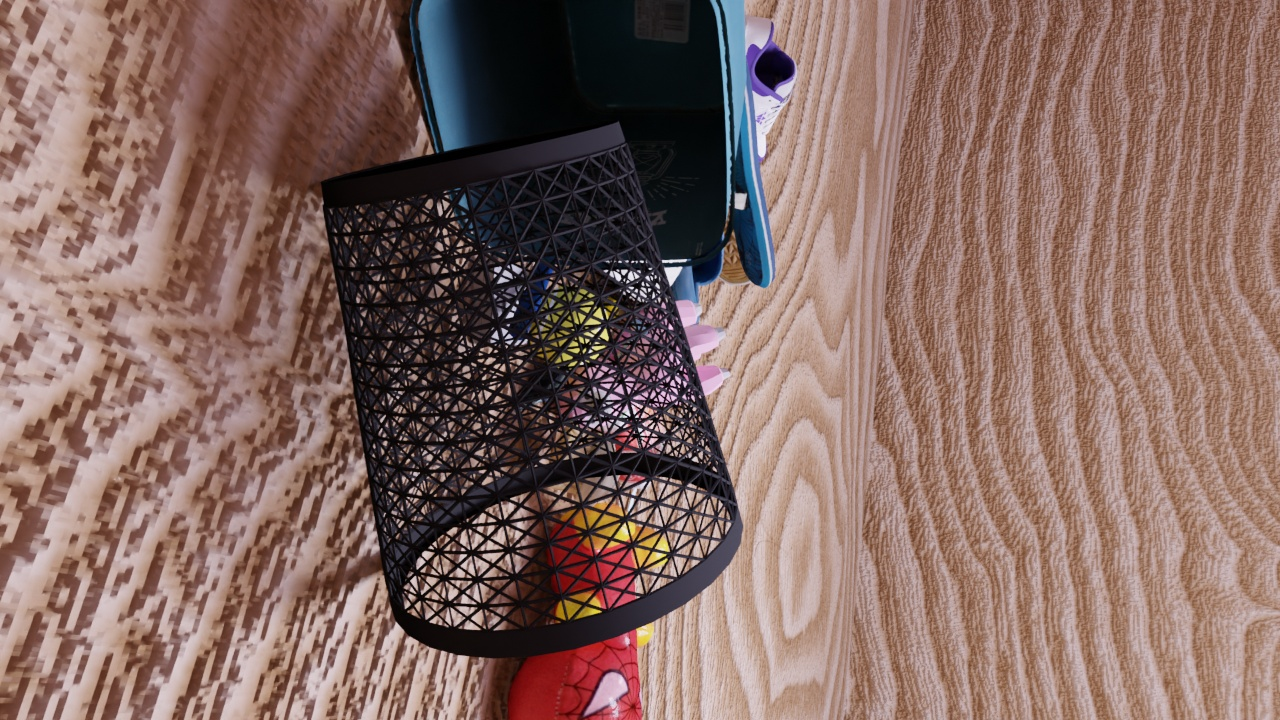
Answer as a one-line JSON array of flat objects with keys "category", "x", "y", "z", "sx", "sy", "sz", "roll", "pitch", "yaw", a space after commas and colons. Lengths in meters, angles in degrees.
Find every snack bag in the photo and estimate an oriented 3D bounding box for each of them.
[{"category": "snack bag", "x": -0.010, "y": 0.062, "z": 0.890, "sx": 0.116, "sy": 0.036, "sz": 0.076, "roll": 70, "pitch": 30, "yaw": -44}]

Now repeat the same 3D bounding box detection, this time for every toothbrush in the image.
[{"category": "toothbrush", "x": -0.070, "y": -0.074, "z": 0.709, "sx": 0.189, "sy": 0.016, "sz": 0.017, "roll": -75, "pitch": 161, "yaw": -51}]

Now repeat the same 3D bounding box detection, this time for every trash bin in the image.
[{"category": "trash bin", "x": -0.068, "y": 0.001, "z": 0.529, "sx": 0.216, "sy": 0.217, "sz": 0.243, "roll": -43, "pitch": 125, "yaw": -60}, {"category": "trash bin", "x": -0.015, "y": -0.205, "z": 0.645, "sx": 0.218, "sy": 0.197, "sz": 0.199, "roll": -69, "pitch": 158, "yaw": -51}]

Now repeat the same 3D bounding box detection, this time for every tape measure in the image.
[{"category": "tape measure", "x": -0.100, "y": -0.041, "z": 0.671, "sx": 0.062, "sy": 0.020, "sz": 0.060, "roll": 2, "pitch": 91, "yaw": -68}]

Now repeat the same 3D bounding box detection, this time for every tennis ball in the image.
[{"category": "tennis ball", "x": -0.057, "y": -0.026, "z": 0.720, "sx": 0.065, "sy": 0.065, "sz": 0.065, "roll": 4, "pitch": 90, "yaw": -68}]

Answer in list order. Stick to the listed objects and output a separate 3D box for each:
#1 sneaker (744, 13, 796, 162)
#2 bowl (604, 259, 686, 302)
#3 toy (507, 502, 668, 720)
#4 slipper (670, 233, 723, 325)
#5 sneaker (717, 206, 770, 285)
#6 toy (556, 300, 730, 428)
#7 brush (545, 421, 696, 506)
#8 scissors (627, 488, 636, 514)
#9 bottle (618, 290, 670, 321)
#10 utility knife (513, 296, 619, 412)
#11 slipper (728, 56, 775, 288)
[{"category": "sneaker", "x": 0.138, "y": -0.323, "z": 1.105, "sx": 0.244, "sy": 0.111, "sz": 0.091, "roll": 54, "pitch": 44, "yaw": -58}, {"category": "bowl", "x": 0.013, "y": -0.144, "z": 0.803, "sx": 0.177, "sy": 0.071, "sz": 0.177, "roll": 35, "pitch": 48, "yaw": -50}, {"category": "toy", "x": -0.041, "y": 0.231, "z": 0.753, "sx": 0.147, "sy": 0.099, "sz": 0.215, "roll": 40, "pitch": 54, "yaw": -49}, {"category": "slipper", "x": 0.061, "y": -0.117, "z": 0.978, "sx": 0.213, "sy": 0.059, "sz": 0.104, "roll": -84, "pitch": 166, "yaw": -48}, {"category": "sneaker", "x": 0.108, "y": -0.203, "z": 1.092, "sx": 0.079, "sy": 0.087, "sz": 0.236, "roll": -68, "pitch": 149, "yaw": -50}, {"category": "toy", "x": -0.005, "y": 0.005, "z": 0.804, "sx": 0.123, "sy": 0.157, "sz": 0.067, "roll": -127, "pitch": -156, "yaw": -58}, {"category": "brush", "x": -0.006, "y": 0.091, "z": 0.808, "sx": 0.062, "sy": 0.077, "sz": 0.272, "roll": -57, "pitch": 158, "yaw": 8}, {"category": "scissors", "x": -0.017, "y": 0.186, "z": 0.926, "sx": 0.133, "sy": 0.014, "sz": 0.127, "roll": 53, "pitch": 41, "yaw": -52}, {"category": "bottle", "x": 0.014, "y": -0.026, "z": 0.910, "sx": 0.162, "sy": 0.057, "sz": 0.056, "roll": 70, "pitch": 31, "yaw": -44}, {"category": "utility knife", "x": -0.060, "y": -0.007, "z": 0.768, "sx": 0.173, "sy": 0.029, "sz": 0.020, "roll": -55, "pitch": 136, "yaw": -50}, {"category": "slipper", "x": 0.085, "y": -0.211, "z": 0.959, "sx": 0.118, "sy": 0.060, "sz": 0.295, "roll": -115, "pitch": -169, "yaw": -66}]
